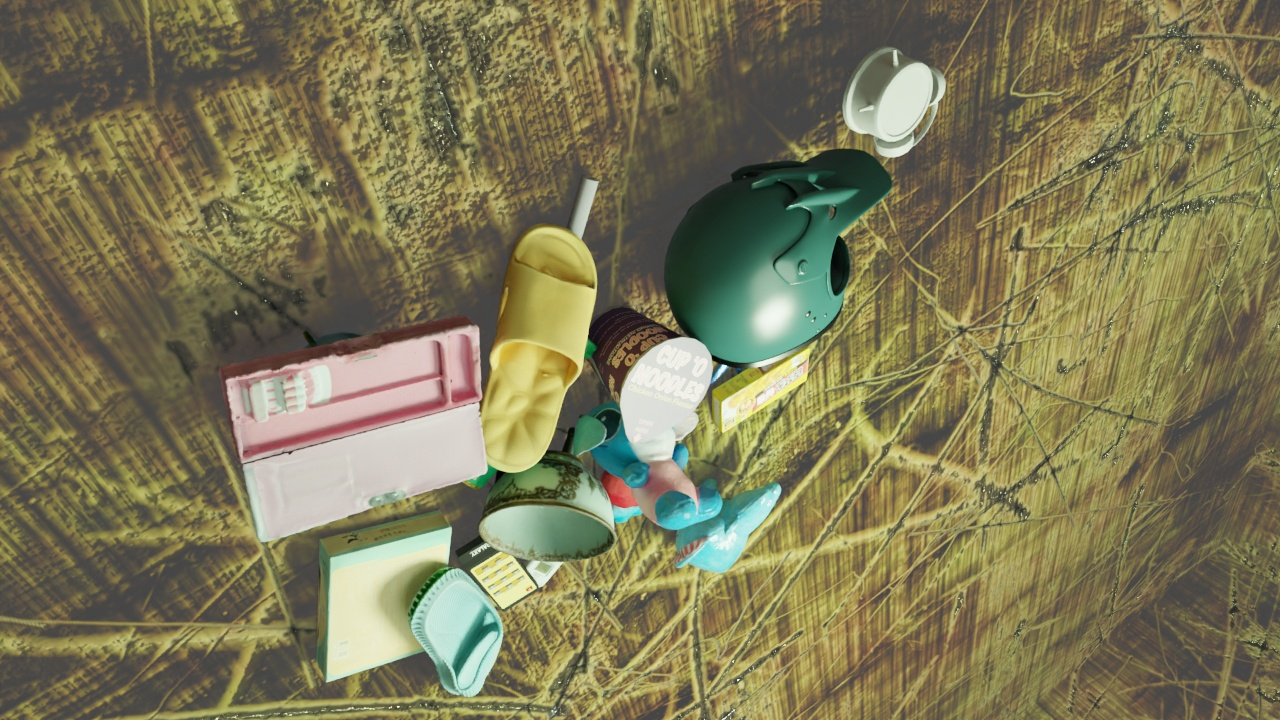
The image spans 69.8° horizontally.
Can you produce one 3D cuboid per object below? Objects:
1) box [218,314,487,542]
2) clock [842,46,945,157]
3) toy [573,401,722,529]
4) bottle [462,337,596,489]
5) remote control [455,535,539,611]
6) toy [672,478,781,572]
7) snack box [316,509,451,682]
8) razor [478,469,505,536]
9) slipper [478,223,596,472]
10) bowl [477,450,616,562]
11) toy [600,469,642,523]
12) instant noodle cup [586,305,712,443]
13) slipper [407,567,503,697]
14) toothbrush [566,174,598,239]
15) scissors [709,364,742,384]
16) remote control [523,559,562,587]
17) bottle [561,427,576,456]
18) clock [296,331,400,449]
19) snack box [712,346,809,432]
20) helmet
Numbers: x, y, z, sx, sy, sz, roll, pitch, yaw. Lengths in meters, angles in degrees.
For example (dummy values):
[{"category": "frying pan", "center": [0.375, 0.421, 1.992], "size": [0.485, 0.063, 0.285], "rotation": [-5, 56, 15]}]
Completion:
[{"category": "box", "center": [-0.261, 0.060, 0.869], "size": [0.232, 0.040, 0.179], "rotation": [-13, 119, -29]}, {"category": "clock", "center": [0.312, -0.316, 1.125], "size": [0.159, 0.061, 0.120], "rotation": [16, 109, -48]}, {"category": "toy", "center": [0.018, 0.122, 1.111], "size": [0.099, 0.191, 0.223], "rotation": [-51, 155, 23]}, {"category": "bottle", "center": [-0.134, 0.047, 1.023], "size": [0.209, 0.068, 0.068], "rotation": [-47, 136, -1]}, {"category": "remote control", "center": [-0.177, 0.264, 1.151], "size": [0.058, 0.013, 0.133], "rotation": [-31, 132, -6]}, {"category": "toy", "center": [0.119, 0.224, 1.314], "size": [0.181, 0.115, 0.183], "rotation": [-50, 162, 28]}, {"category": "snack box", "center": [-0.300, 0.276, 1.071], "size": [0.141, 0.044, 0.194], "rotation": [-9, 124, -34]}, {"category": "razor", "center": [-0.179, 0.180, 1.117], "size": [0.044, 0.021, 0.144], "rotation": [0, 117, -37]}, {"category": "slipper", "center": [-0.105, -0.009, 0.948], "size": [0.099, 0.078, 0.263], "rotation": [14, 94, -20]}, {"category": "bowl", "center": [-0.105, 0.163, 1.072], "size": [0.160, 0.093, 0.160], "rotation": [2, 145, 1]}, {"category": "toy", "center": [-0.011, 0.169, 1.212], "size": [0.092, 0.062, 0.133], "rotation": [-9, 143, -16]}, {"category": "instant noodle cup", "center": [-0.006, 0.006, 1.054], "size": [0.121, 0.122, 0.137], "rotation": [18, 107, -43]}, {"category": "slipper", "center": [-0.211, 0.343, 1.130], "size": [0.115, 0.069, 0.277], "rotation": [-55, 155, -29]}, {"category": "toothbrush", "center": [-0.081, -0.108, 0.992], "size": [0.018, 0.019, 0.188], "rotation": [9, 114, -23]}, {"category": "scissors", "center": [0.131, -0.018, 1.220], "size": [0.125, 0.013, 0.126], "rotation": [28, 98, -46]}, {"category": "remote control", "center": [-0.109, 0.240, 1.208], "size": [0.133, 0.022, 0.050], "rotation": [-50, 136, 2]}, {"category": "bottle", "center": [-0.094, 0.139, 1.143], "size": [0.033, 0.033, 0.123], "rotation": [-4, 121, -35]}, {"category": "clock", "center": [-0.294, 0.045, 0.907], "size": [0.117, 0.060, 0.162], "rotation": [1, 119, -37]}, {"category": "snack box", "center": [0.166, 0.034, 1.263], "size": [0.152, 0.025, 0.075], "rotation": [-30, 145, -17]}, {"category": "helmet", "center": [0.153, -0.128, 1.047], "size": [0.274, 0.176, 0.200], "rotation": [-27, 135, -25]}]
